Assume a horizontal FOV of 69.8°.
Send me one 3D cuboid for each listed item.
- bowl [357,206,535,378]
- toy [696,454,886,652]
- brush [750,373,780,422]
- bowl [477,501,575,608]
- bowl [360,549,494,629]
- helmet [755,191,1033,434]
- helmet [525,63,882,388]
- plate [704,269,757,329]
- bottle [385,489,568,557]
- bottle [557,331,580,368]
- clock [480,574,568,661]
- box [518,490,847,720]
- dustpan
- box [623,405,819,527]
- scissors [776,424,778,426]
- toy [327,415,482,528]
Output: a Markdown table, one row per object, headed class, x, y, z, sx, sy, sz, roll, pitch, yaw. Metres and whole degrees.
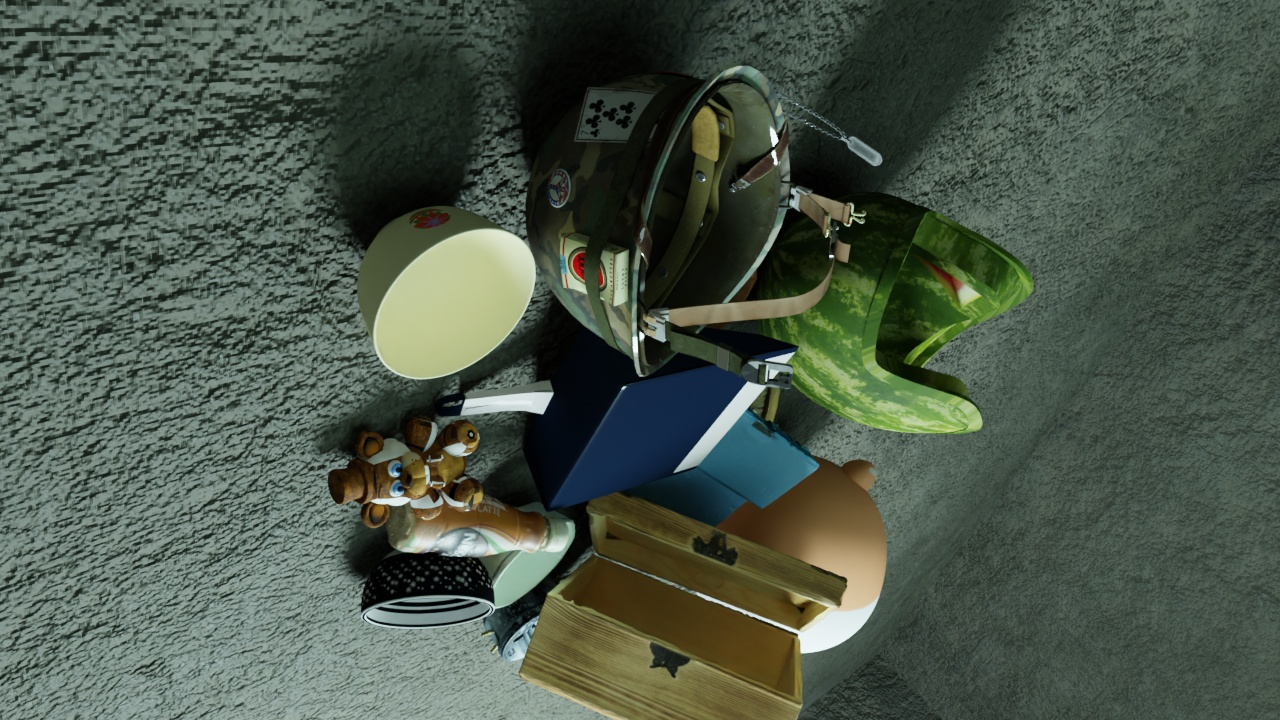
| class | x | y | z | sx | sy | sz | roll | pitch | yaw |
| --- | --- | --- | --- | --- | --- | --- | --- | --- | --- |
| bowl | -0.139 | -0.057 | 0.603 | 0.117 | 0.074 | 0.118 | -32 | 148 | -23 |
| toy | 0.201 | 0.246 | 1.242 | 0.262 | 0.265 | 0.281 | 11 | 114 | -24 |
| brush | 0.123 | 0.085 | 1.131 | 0.043 | 0.059 | 0.196 | -10 | 135 | -35 |
| bowl | -0.128 | 0.189 | 0.935 | 0.117 | 0.061 | 0.118 | -39 | 156 | -22 |
| bowl | -0.197 | 0.203 | 0.854 | 0.120 | 0.066 | 0.120 | -5 | 152 | -3 |
| helmet | 0.232 | -0.051 | 0.918 | 0.212 | 0.247 | 0.244 | -62 | -162 | -18 |
| helmet | 0.035 | -0.089 | 0.612 | 0.192 | 0.236 | 0.225 | -42 | 165 | -37 |
| plate | 0.058 | -0.066 | 0.891 | 0.131 | 0.025 | 0.131 | -32 | 148 | -23 |
| bottle | -0.142 | 0.149 | 0.827 | 0.167 | 0.059 | 0.059 | 15 | 118 | -35 |
| bottle | -0.005 | 0.005 | 0.879 | 0.184 | 0.045 | 0.045 | 10 | 120 | -56 |
| clock | -0.128 | 0.303 | 1.096 | 0.129 | 0.052 | 0.090 | -33 | 149 | -19 |
| box | 0.057 | 0.273 | 1.022 | 0.258 | 0.279 | 0.220 | 17 | 92 | -81 |
| dustpan | -0.037 | 0.042 | 0.803 | 0.272 | 0.080 | 0.237 | -12 | 153 | -29 |
| box | 0.065 | 0.111 | 0.982 | 0.175 | 0.033 | 0.231 | -40 | 132 | 18 |
| scissors | 0.133 | 0.125 | 1.245 | 0.127 | 0.012 | 0.137 | -53 | 152 | 12 |
| toy | -0.188 | 0.090 | 0.734 | 0.112 | 0.067 | 0.087 | -10 | 102 | -44 |
